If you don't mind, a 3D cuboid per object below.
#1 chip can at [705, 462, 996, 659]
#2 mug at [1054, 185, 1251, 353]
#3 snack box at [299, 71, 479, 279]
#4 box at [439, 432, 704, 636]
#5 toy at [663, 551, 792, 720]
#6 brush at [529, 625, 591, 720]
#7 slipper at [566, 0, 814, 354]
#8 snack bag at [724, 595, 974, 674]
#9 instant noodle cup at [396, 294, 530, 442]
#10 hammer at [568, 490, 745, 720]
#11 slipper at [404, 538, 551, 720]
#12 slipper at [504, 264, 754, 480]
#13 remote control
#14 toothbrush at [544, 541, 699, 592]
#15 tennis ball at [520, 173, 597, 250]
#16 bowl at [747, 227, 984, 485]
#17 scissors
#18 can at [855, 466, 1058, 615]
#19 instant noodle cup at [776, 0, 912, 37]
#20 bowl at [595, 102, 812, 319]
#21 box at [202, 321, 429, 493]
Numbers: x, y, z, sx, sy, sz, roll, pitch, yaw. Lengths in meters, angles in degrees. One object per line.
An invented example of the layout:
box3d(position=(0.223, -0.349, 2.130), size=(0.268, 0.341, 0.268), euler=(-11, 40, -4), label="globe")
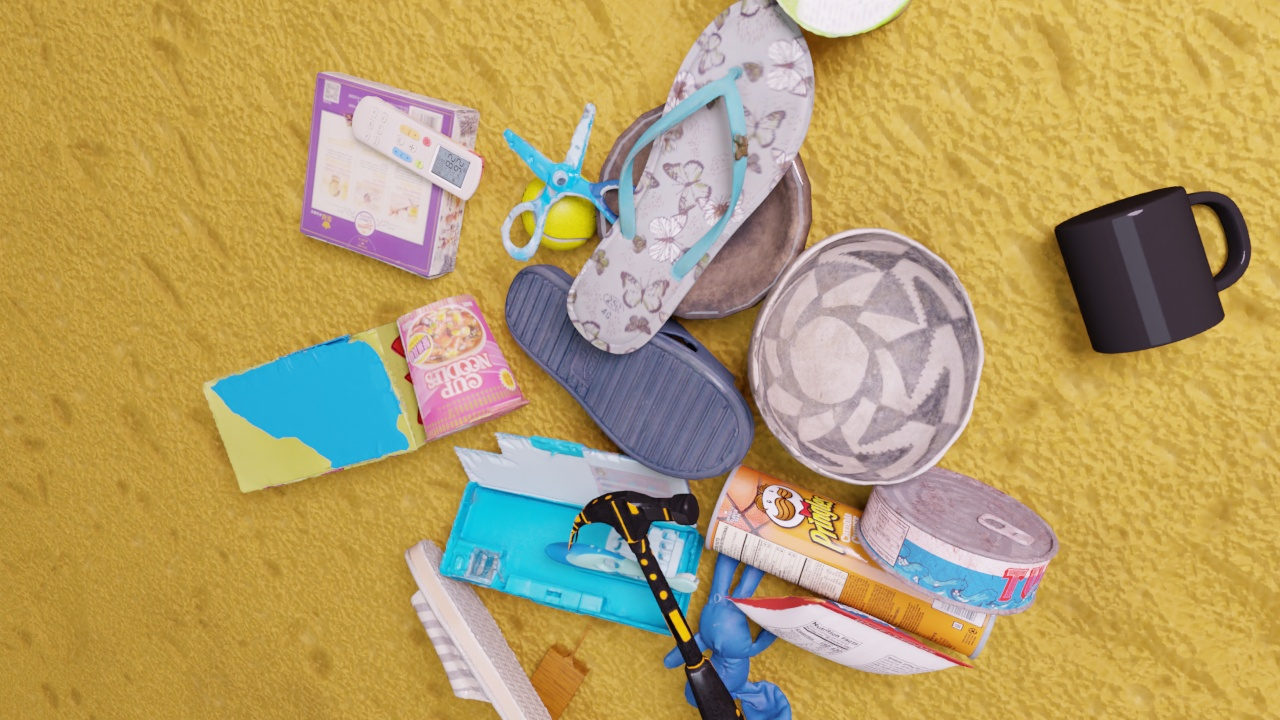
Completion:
box3d(position=(0.164, 0.153, 0.717), size=(0.215, 0.075, 0.075), euler=(20, 110, 16), label="chip can")
box3d(position=(0.339, -0.065, 0.597), size=(0.113, 0.078, 0.088), euler=(-21, 96, -2), label="mug")
box3d(position=(-0.223, -0.164, 0.807), size=(0.143, 0.040, 0.148), euler=(20, 110, 16), label="snack box")
box3d(position=(-0.061, 0.138, 0.803), size=(0.227, 0.085, 0.169), euler=(9, 105, 19), label="box")
box3d(position=(0.083, 0.245, 0.780), size=(0.113, 0.070, 0.176), euler=(13, 108, 30), label="toy")
box3d(position=(-0.075, 0.299, 0.881), size=(0.048, 0.017, 0.127), euler=(34, 113, 10), label="brush")
box3d(position=(0.034, -0.114, 0.629), size=(0.098, 0.054, 0.269), euler=(31, 110, 4), label="slipper")
box3d(position=(0.150, 0.206, 0.692), size=(0.130, 0.144, 0.039), euler=(26, 70, -15), label="snack bag")
box3d(position=(-0.161, 0.004, 0.803), size=(0.098, 0.097, 0.108), euler=(-22, 88, 25), label="instant noodle cup")
box3d(position=(0.041, 0.240, 0.730), size=(0.123, 0.036, 0.321), euler=(-11, 111, 33), label="hammer")
box3d(position=(-0.143, 0.288, 0.847), size=(0.054, 0.114, 0.272), euler=(-34, 79, -8), label="slipper")
box3d(position=(-0.004, 0.004, 0.750), size=(0.264, 0.082, 0.101), euler=(35, 114, 31), label="slipper")
box3d(position=(-0.183, -0.175, 0.755), size=(0.125, 0.018, 0.038), euler=(30, 112, 10), label="remote control")
box3d(position=(-0.016, 0.167, 0.745), size=(0.135, 0.017, 0.022), euler=(9, 106, 22), label="toothbrush")
box3d(position=(-0.065, -0.122, 0.742), size=(0.065, 0.065, 0.065), euler=(5, 105, 20), label="tennis ball")
box3d(position=(0.150, -0.002, 0.664), size=(0.178, 0.081, 0.178), euler=(-1, 93, -16), label="bowl")
box3d(position=(-0.053, -0.125, 0.688), size=(0.140, 0.011, 0.134), euler=(29, 111, 13), label="scissors")
box3d(position=(0.224, 0.124, 0.655), size=(0.130, 0.129, 0.044), euler=(20, 110, 16), label="can")
box3d(position=(0.143, -0.258, 0.600), size=(0.099, 0.107, 0.099), euler=(5, 105, 20), label="instant noodle cup")
box3d(position=(0.052, -0.115, 0.694), size=(0.162, 0.070, 0.162), euler=(6, 106, 20), label="bowl")
box3d(position=(-0.291, 0.042, 0.869), size=(0.221, 0.082, 0.124), euler=(-17, 96, 22), label="box")
